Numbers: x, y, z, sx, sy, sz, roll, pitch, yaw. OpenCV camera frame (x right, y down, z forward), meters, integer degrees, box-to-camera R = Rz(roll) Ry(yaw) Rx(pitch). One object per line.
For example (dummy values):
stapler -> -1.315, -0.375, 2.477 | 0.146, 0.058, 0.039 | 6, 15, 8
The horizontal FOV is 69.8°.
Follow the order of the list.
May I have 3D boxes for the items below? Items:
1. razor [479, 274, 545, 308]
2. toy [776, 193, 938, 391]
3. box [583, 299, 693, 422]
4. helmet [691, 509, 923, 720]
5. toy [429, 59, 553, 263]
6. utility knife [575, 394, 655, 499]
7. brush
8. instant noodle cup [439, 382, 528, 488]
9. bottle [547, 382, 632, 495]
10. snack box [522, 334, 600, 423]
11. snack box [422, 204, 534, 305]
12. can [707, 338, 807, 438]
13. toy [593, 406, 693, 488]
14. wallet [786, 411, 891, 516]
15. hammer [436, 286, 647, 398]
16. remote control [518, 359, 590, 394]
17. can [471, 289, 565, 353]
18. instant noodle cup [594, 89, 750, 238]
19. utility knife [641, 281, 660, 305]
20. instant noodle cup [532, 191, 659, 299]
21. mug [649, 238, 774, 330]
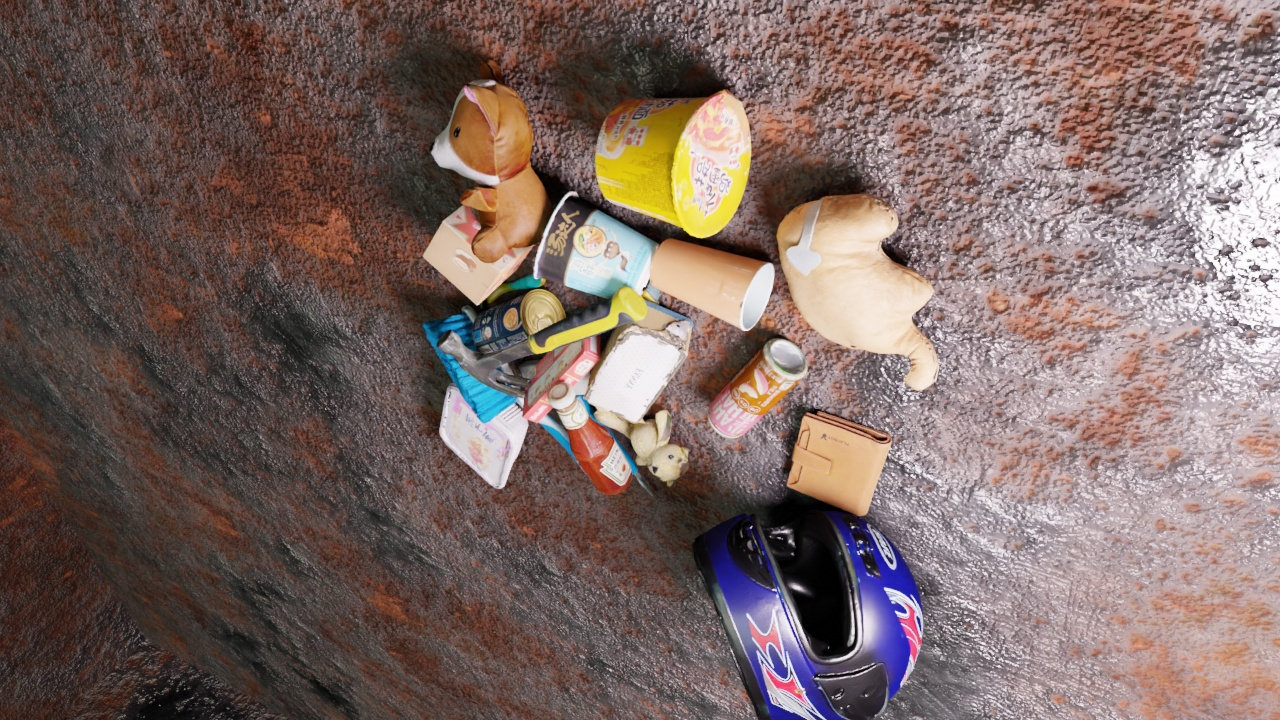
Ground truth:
razor -> -0.166, -0.098, 1.201 | 0.133, 0.028, 0.043 | -8, 91, 42
toy -> 0.222, -0.066, 0.928 | 0.144, 0.082, 0.226 | -6, 125, 48
box -> -0.007, 0.007, 1.147 | 0.089, 0.059, 0.185 | 24, 140, -11
helmet -> 0.217, 0.298, 1.123 | 0.240, 0.247, 0.316 | -23, 128, 1
toy -> -0.166, -0.220, 1.015 | 0.130, 0.140, 0.200 | -4, 124, -5
utility knife -> -0.035, 0.124, 1.304 | 0.018, 0.034, 0.198 | -36, 107, 6
brush -> -0.177, 0.060, 1.275 | 0.314, 0.109, 0.061 | 60, 158, -5
instant noodle cup -> -0.230, 0.102, 1.379 | 0.138, 0.060, 0.174 | 41, 144, 10
bottle -> -0.068, 0.103, 1.213 | 0.060, 0.059, 0.206 | 8, 144, 29
snack box -> -0.104, 0.011, 1.196 | 0.025, 0.075, 0.153 | 25, 130, -26
snack box -> -0.196, -0.142, 1.135 | 0.093, 0.094, 0.077 | 43, 137, -4
can -> 0.137, 0.035, 1.088 | 0.058, 0.057, 0.148 | 38, 138, 1
toy -> 0.000, 0.103, 1.236 | 0.157, 0.066, 0.105 | 39, 125, 20
wallet -> 0.239, 0.125, 1.119 | 0.108, 0.031, 0.132 | 20, 134, 17
hammer -> -0.113, -0.024, 1.114 | 0.324, 0.031, 0.126 | -18, 129, 43
remote control -> -0.107, 0.022, 1.270 | 0.135, 0.019, 0.056 | -7, 118, 39
can -> -0.162, -0.044, 1.211 | 0.111, 0.075, 0.075 | -16, 115, 42
instant noodle cup -> 0.030, -0.199, 0.912 | 0.110, 0.137, 0.138 | 18, 135, 33
utility knife -> -0.011, -0.040, 1.154 | 0.033, 0.015, 0.170 | 32, 138, 2
instant noodle cup -> -0.045, -0.121, 1.052 | 0.120, 0.111, 0.111 | 23, 136, 4
mug -> 0.076, -0.090, 1.014 | 0.123, 0.078, 0.078 | 23, 136, 24
